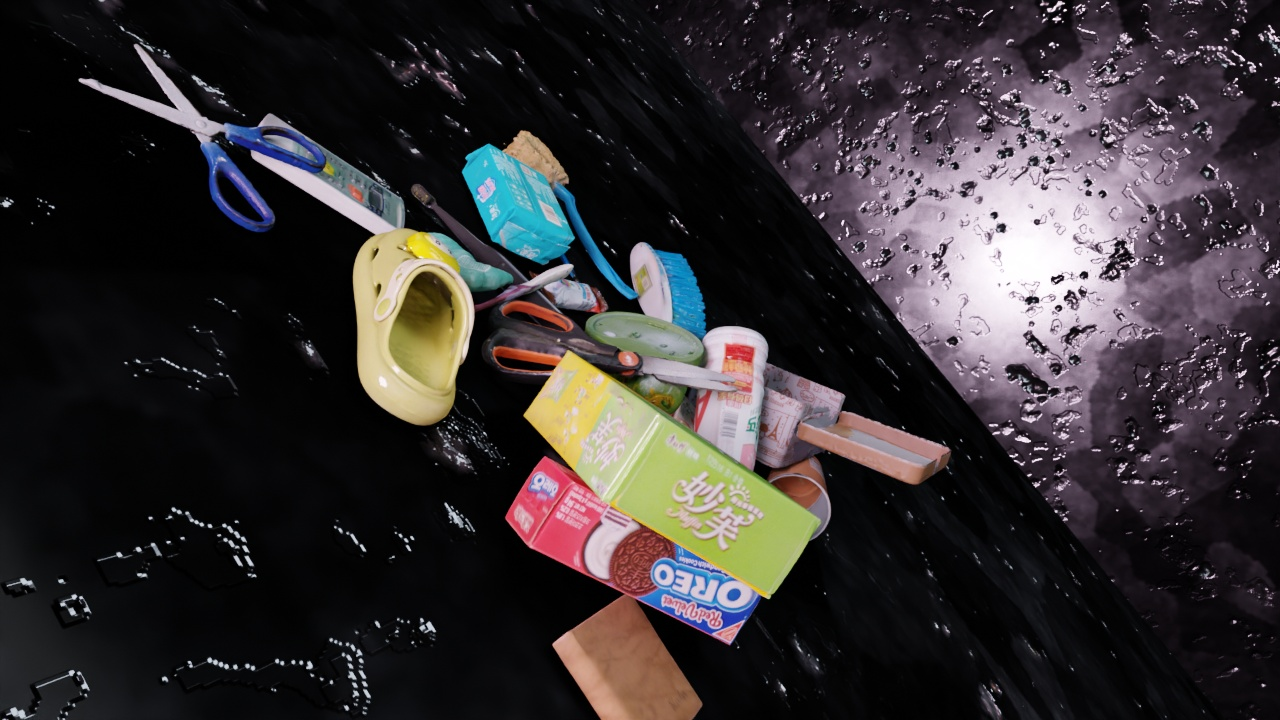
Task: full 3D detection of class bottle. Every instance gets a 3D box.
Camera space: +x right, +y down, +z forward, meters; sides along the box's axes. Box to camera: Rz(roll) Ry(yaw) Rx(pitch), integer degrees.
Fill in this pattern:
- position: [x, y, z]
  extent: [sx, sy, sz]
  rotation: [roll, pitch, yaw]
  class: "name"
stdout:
- position: [0.085, 0.067, 0.897]
  extent: [0.068, 0.068, 0.196]
  rotation: [28, 61, -42]
  class: "bottle"

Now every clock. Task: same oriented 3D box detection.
- position: [-0.005, 0.005, 0.874]
  extent: [0.116, 0.056, 0.161]
  rotation: [17, 22, 10]
  class: "clock"

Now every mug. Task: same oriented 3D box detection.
- position: [0.173, 0.144, 1.024]
  extent: [0.078, 0.078, 0.122]
  rotation: [48, 17, -1]
  class: "mug"

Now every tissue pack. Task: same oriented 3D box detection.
- position: [-0.133, -0.169, 0.985]
  extent: [0.093, 0.050, 0.133]
  rotation: [22, 34, -46]
  class: "tissue pack"

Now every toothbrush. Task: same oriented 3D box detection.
- position: [-0.117, -0.160, 1.060]
  extent: [0.189, 0.016, 0.014]
  rotation: [59, 15, 18]
  class: "toothbrush"
- position: [-0.139, -0.091, 0.878]
  extent: [0.212, 0.026, 0.027]
  rotation: [45, 1, -10]
  class: "toothbrush"
- position: [-0.117, -0.066, 0.846]
  extent: [0.017, 0.016, 0.187]
  rotation: [42, 34, 11]
  class: "toothbrush"

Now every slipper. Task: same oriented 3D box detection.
- position: [-0.158, -0.037, 0.681]
  extent: [0.091, 0.082, 0.190]
  rotation: [35, 28, -37]
  class: "slipper"

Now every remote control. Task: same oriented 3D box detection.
- position: [-0.256, -0.151, 0.761]
  extent: [0.135, 0.019, 0.056]
  rotation: [34, 26, -34]
  class: "remote control"

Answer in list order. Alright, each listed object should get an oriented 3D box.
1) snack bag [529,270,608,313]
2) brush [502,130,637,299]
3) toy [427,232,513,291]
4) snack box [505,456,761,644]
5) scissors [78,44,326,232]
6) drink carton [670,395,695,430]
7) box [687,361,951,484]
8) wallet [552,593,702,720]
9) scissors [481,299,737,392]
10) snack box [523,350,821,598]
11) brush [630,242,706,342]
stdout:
- position: [-0.076, -0.070, 0.963]
  extent: [0.105, 0.026, 0.045]
  rotation: [4, 52, -58]
  class: "snack bag"
- position: [-0.084, -0.176, 1.119]
  extent: [0.254, 0.046, 0.083]
  rotation: [55, 18, 4]
  class: "brush"
- position: [-0.169, -0.086, 0.797]
  extent: [0.092, 0.030, 0.096]
  rotation: [35, 24, 22]
  class: "toy"
- position: [0.001, 0.145, 0.685]
  extent: [0.207, 0.057, 0.058]
  rotation: [35, -4, -31]
  class: "snack box"
- position: [-0.307, -0.162, 0.669]
  extent: [0.174, 0.012, 0.162]
  rotation: [-3, 62, -49]
  class: "scissors"
- position: [0.020, 0.066, 0.894]
  extent: [0.053, 0.046, 0.122]
  rotation: [48, 22, -4]
  class: "drink carton"
- position: [0.195, 0.074, 1.000]
  extent: [0.260, 0.082, 0.176]
  rotation: [22, 11, 26]
  class: "box"
- position: [-0.005, 0.218, 0.633]
  extent: [0.101, 0.020, 0.115]
  rotation: [55, 20, 11]
  class: "wallet"
- position: [-0.025, -0.013, 0.813]
  extent: [0.234, 0.022, 0.148]
  rotation: [-4, 47, -23]
  class: "scissors"
- position: [0.015, 0.078, 0.696]
  extent: [0.157, 0.070, 0.210]
  rotation: [34, -2, -24]
  class: "snack box"
- position: [0.036, -0.037, 1.098]
  extent: [0.109, 0.061, 0.314]
  rotation: [24, 34, -36]
  class: "brush"
